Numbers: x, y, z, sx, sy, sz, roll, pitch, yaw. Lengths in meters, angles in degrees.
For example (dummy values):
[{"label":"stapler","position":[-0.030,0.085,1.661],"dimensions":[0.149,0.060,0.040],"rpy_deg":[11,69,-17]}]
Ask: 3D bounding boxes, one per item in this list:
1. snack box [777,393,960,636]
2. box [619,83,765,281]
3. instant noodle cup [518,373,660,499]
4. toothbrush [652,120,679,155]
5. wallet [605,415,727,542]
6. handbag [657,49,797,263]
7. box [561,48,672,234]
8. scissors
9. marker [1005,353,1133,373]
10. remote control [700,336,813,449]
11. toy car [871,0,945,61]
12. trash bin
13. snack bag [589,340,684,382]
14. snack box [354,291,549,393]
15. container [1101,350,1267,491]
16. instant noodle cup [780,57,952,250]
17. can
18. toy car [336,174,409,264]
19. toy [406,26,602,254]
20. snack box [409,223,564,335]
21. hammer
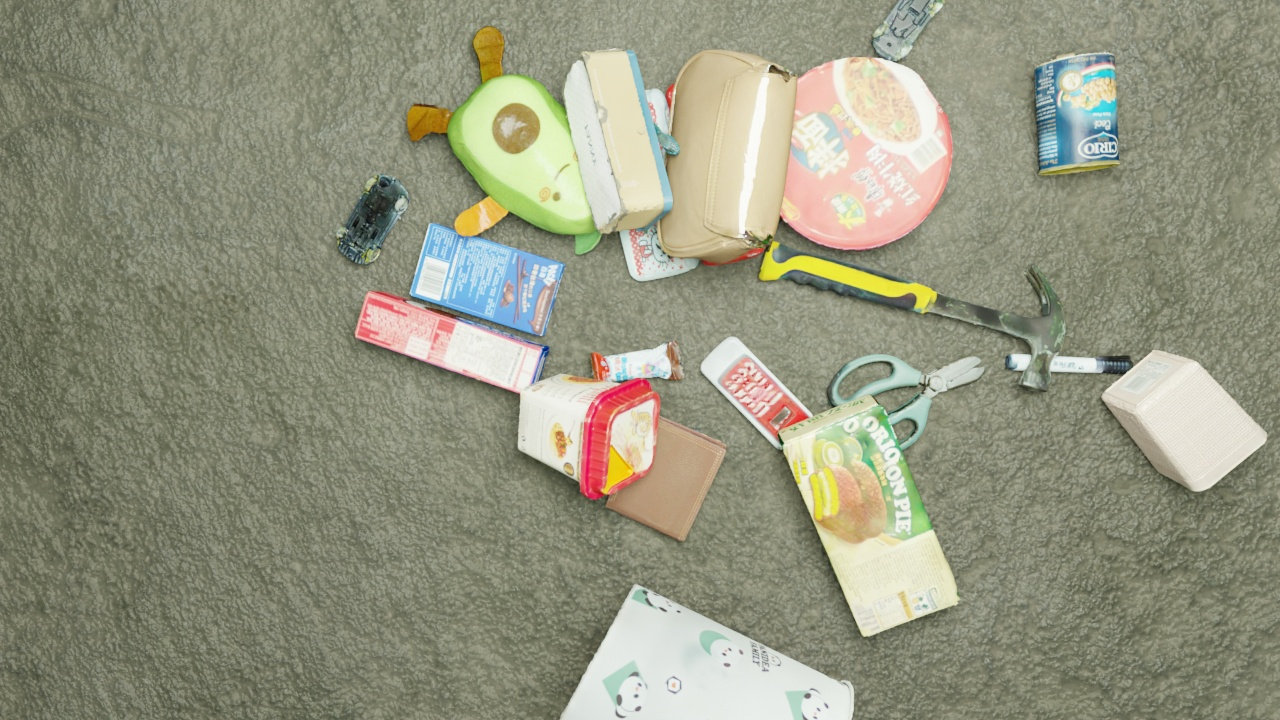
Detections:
[{"label":"snack box","position":[0.244,0.167,0.988],"dimensions":[0.114,0.063,0.240],"rpy_deg":[-24,99,7]},{"label":"box","position":[0.043,-0.196,0.990],"dimensions":[0.158,0.038,0.201],"rpy_deg":[-12,96,6]},{"label":"instant noodle cup","position":[-0.058,0.071,0.979],"dimensions":[0.124,0.116,0.117],"rpy_deg":[16,111,31]},{"label":"toothbrush","position":[-0.008,-0.264,0.941],"dimensions":[0.016,0.018,0.191],"rpy_deg":[-47,51,17]},{"label":"wallet","position":[0.028,0.130,1.031],"dimensions":[0.101,0.032,0.124],"rpy_deg":[24,97,5]},{"label":"handbag","position":[0.089,-0.196,0.900],"dimensions":[0.099,0.148,0.204],"rpy_deg":[2,100,-33]},{"label":"box","position":[-0.024,-0.209,0.912],"dimensions":[0.059,0.090,0.184],"rpy_deg":[-14,87,-23]},{"label":"scissors","position":[0.289,0.024,1.002],"dimensions":[0.180,0.019,0.139],"rpy_deg":[-33,92,9]},{"label":"marker","position":[0.460,0.002,0.986],"dimensions":[0.131,0.018,0.022],"rpy_deg":[3,88,4]},{"label":"remote control","position":[0.129,0.036,1.016],"dimensions":[0.056,0.020,0.136],"rpy_deg":[-44,91,8]},{"label":"toy car","position":[0.278,-0.355,0.955],"dimensions":[0.043,0.034,0.091],"rpy_deg":[34,100,-2]},{"label":"trash bin","position":[0.058,0.378,0.964],"dimensions":[0.252,0.229,0.230],"rpy_deg":[29,97,6]},{"label":"snack bag","position":[-0.006,0.006,1.021],"dimensions":[0.105,0.026,0.045],"rpy_deg":[-8,94,4]},{"label":"snack box","position":[-0.206,-0.019,1.021],"dimensions":[0.207,0.057,0.058],"rpy_deg":[19,95,3]},{"label":"container","position":[0.551,0.056,0.941],"dimensions":[0.090,0.090,0.111],"rpy_deg":[-42,98,7]},{"label":"instant noodle cup","position":[0.222,-0.212,0.960],"dimensions":[0.194,0.065,0.194],"rpy_deg":[1,96,6]},{"label":"can","position":[0.442,-0.249,0.932],"dimensions":[0.075,0.075,0.111],"rpy_deg":[-5,95,5]},{"label":"toy car","position":[-0.297,-0.158,1.025],"dimensions":[0.049,0.031,0.106],"rpy_deg":[33,99,0]},{"label":"toy","position":[-0.123,-0.225,0.974],"dimensions":[0.246,0.090,0.227],"rpy_deg":[42,94,-2]},{"label":"snack box","position":[-0.170,-0.090,1.024],"dimensions":[0.157,0.026,0.084],"rpy_deg":[18,97,3]},{"label":"hammer","position":[0.289,-0.071,0.979],"dimensions":[0.323,0.032,0.126],"rpy_deg":[16,86,6]}]
